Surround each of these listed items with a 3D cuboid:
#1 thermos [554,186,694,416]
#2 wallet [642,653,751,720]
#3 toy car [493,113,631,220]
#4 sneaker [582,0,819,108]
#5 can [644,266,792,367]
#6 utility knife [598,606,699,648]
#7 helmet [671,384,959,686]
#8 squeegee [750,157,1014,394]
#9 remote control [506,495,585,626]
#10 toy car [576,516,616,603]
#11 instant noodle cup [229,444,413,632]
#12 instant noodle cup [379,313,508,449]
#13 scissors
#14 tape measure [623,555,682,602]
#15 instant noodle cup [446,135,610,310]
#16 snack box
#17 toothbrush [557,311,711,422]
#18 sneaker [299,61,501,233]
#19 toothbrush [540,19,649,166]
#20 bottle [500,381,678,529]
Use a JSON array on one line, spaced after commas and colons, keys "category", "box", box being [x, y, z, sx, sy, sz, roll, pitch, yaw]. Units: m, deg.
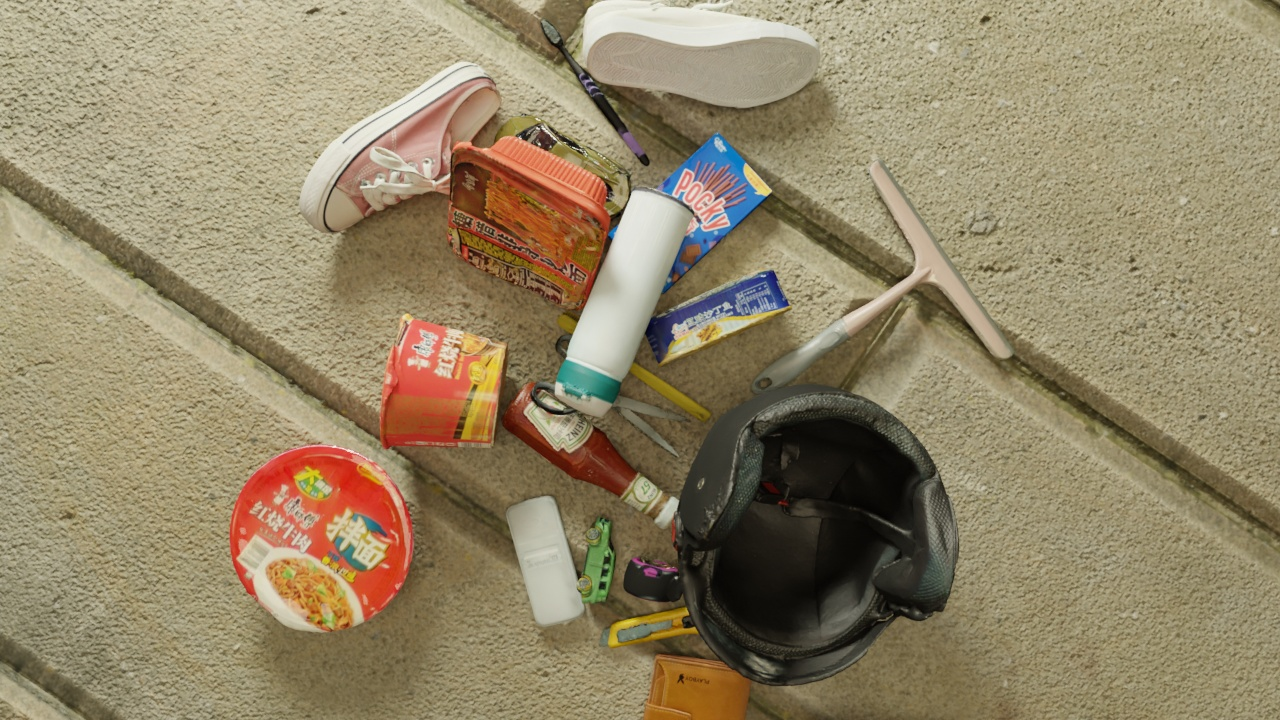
[{"category": "thermos", "box": [-0.018, -0.054, 0.904, 0.073, 0.073, 0.224, 22, 86, 2]}, {"category": "wallet", "box": [0.050, 0.380, 0.972, 0.119, 0.035, 0.130, 9, 92, -3]}, {"category": "toy car", "box": [-0.083, -0.200, 0.954, 0.158, 0.042, 0.070, 29, 92, 4]}, {"category": "sneaker", "box": [0.059, -0.320, 0.929, 0.242, 0.090, 0.090, 1, 51, -12]}, {"category": "can", "box": [0.077, -0.044, 0.934, 0.148, 0.074, 0.049, -24, 87, 3]}, {"category": "utility knife", "box": [0.033, 0.282, 0.975, 0.165, 0.015, 0.033, -13, 88, 3]}, {"category": "helmet", "box": [0.149, 0.153, 0.861, 0.233, 0.230, 0.275, 18, 100, -5]}, {"category": "squeegee", "box": [0.219, -0.039, 0.945, 0.250, 0.040, 0.247, -35, 90, 4]}, {"category": "remote control", "box": [-0.101, 0.213, 0.977, 0.056, 0.020, 0.136, -16, 91, 4]}, {"category": "toy car", "box": [-0.045, 0.210, 0.963, 0.036, 0.043, 0.091, 7, 94, 5]}, {"category": "instant noodle cup", "box": [-0.326, 0.182, 0.965, 0.194, 0.066, 0.194, 0, 91, 2]}, {"category": "instant noodle cup", "box": [-0.194, 0.030, 0.927, 0.108, 0.138, 0.138, 9, 92, -6]}, {"category": "scissors", "box": [-0.033, 0.039, 0.950, 0.159, 0.014, 0.175, -15, 67, -29]}, {"category": "tape measure", "box": [0.012, 0.226, 0.954, 0.058, 0.057, 0.039, 14, 87, -12]}, {"category": "instant noodle cup", "box": [-0.106, -0.144, 0.907, 0.164, 0.189, 0.078, 27, 62, 1]}, {"category": "snack box", "box": [0.051, -0.152, 0.955, 0.157, 0.026, 0.084, -43, 89, 3]}, {"category": "toothbrush", "box": [-0.006, 0.006, 0.967, 0.190, 0.016, 0.016, 34, 128, -1]}, {"category": "sneaker", "box": [-0.234, -0.201, 0.932, 0.241, 0.118, 0.088, -38, 69, -2]}, {"category": "toothbrush", "box": [-0.048, -0.281, 0.962, 0.014, 0.016, 0.189, -36, 91, 3]}, {"category": "bottle", "box": [-0.048, 0.102, 0.951, 0.206, 0.059, 0.060, 36, 93, 2]}]
